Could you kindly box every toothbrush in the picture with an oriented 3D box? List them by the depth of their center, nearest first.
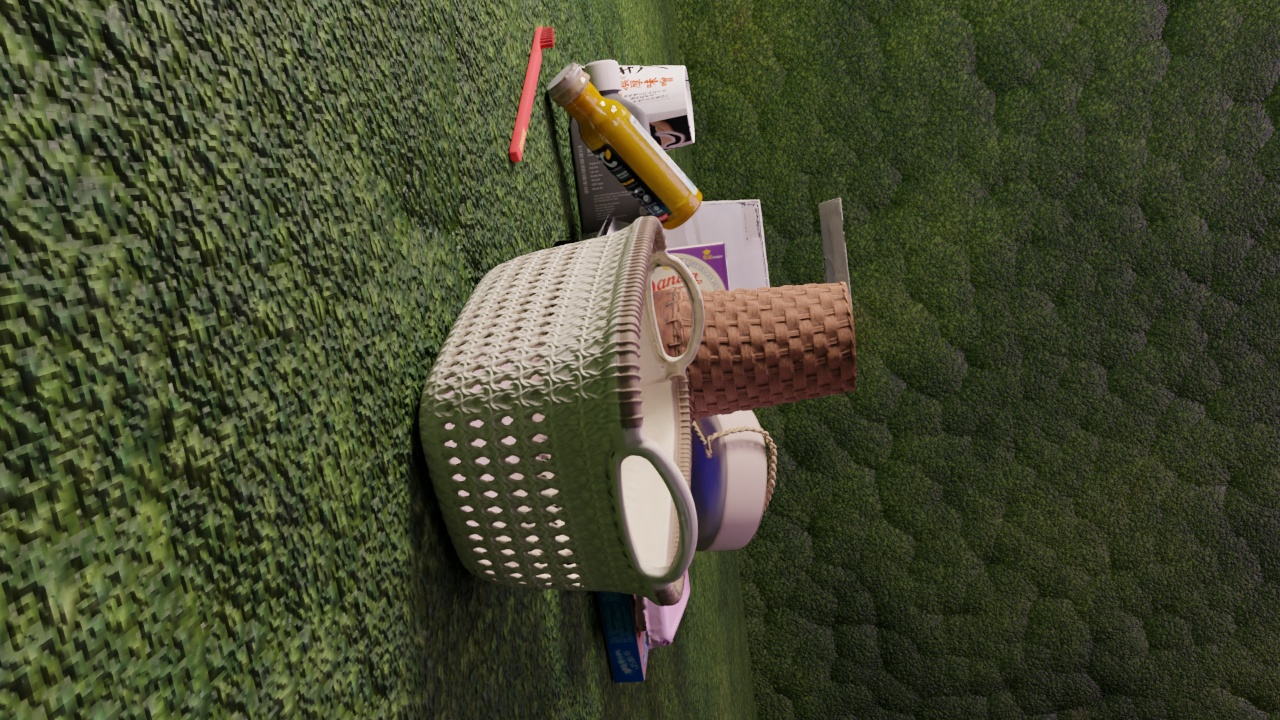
[{"bbox_3d":[-0.090,-0.234,0.788,0.012,0.018,0.212,76,12,-45],"label":"toothbrush"}]

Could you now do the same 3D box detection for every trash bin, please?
[{"bbox_3d":[0.119,-0.013,0.996,0.151,0.210,0.151,-5,89,-82],"label":"trash bin"}]

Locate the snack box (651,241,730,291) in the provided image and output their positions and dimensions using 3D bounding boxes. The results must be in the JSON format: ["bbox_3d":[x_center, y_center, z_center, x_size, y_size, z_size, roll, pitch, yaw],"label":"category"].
[{"bbox_3d":[0.043,-0.066,1.143,0.040,0.143,0.148,-19,103,-81],"label":"snack box"}]

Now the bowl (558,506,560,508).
[{"bbox_3d":[-0.037,0.132,0.766,0.110,0.055,0.110,-5,89,-82],"label":"bowl"}]

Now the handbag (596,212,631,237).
[{"bbox_3d":[-0.036,-0.047,0.921,0.151,0.074,0.176,-76,178,-63],"label":"handbag"}]

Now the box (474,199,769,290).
[{"bbox_3d":[-0.031,-0.115,1.326,0.173,0.423,0.167,-7,91,-52],"label":"box"}]

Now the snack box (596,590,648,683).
[{"bbox_3d":[-0.017,0.230,0.906,0.087,0.034,0.151,-76,158,-67],"label":"snack box"}]

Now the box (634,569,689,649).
[{"bbox_3d":[0.017,0.188,0.913,0.201,0.038,0.152,2,83,-82],"label":"box"}]

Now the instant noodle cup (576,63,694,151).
[{"bbox_3d":[-0.004,-0.284,1.050,0.123,0.122,0.123,-5,89,-82],"label":"instant noodle cup"}]

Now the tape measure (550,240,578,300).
[{"bbox_3d":[-0.064,-0.074,0.796,0.061,0.034,0.062,-78,173,-52],"label":"tape measure"}]

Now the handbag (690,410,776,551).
[{"bbox_3d":[0.092,0.155,1.278,0.209,0.103,0.211,-162,-105,-66],"label":"handbag"}]

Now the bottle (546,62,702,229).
[{"bbox_3d":[-0.016,-0.210,0.904,0.186,0.053,0.053,44,29,-26],"label":"bottle"}]

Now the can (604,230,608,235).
[{"bbox_3d":[-0.019,-0.194,1.121,0.116,0.056,0.092,-84,167,-55],"label":"can"}]

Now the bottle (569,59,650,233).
[{"bbox_3d":[-0.030,-0.228,0.977,0.046,0.084,0.174,-53,135,-78],"label":"bottle"}]

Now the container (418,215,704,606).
[{"bbox_3d":[-0.033,0.026,0.563,0.245,0.143,0.185,-81,163,-61],"label":"container"}]
